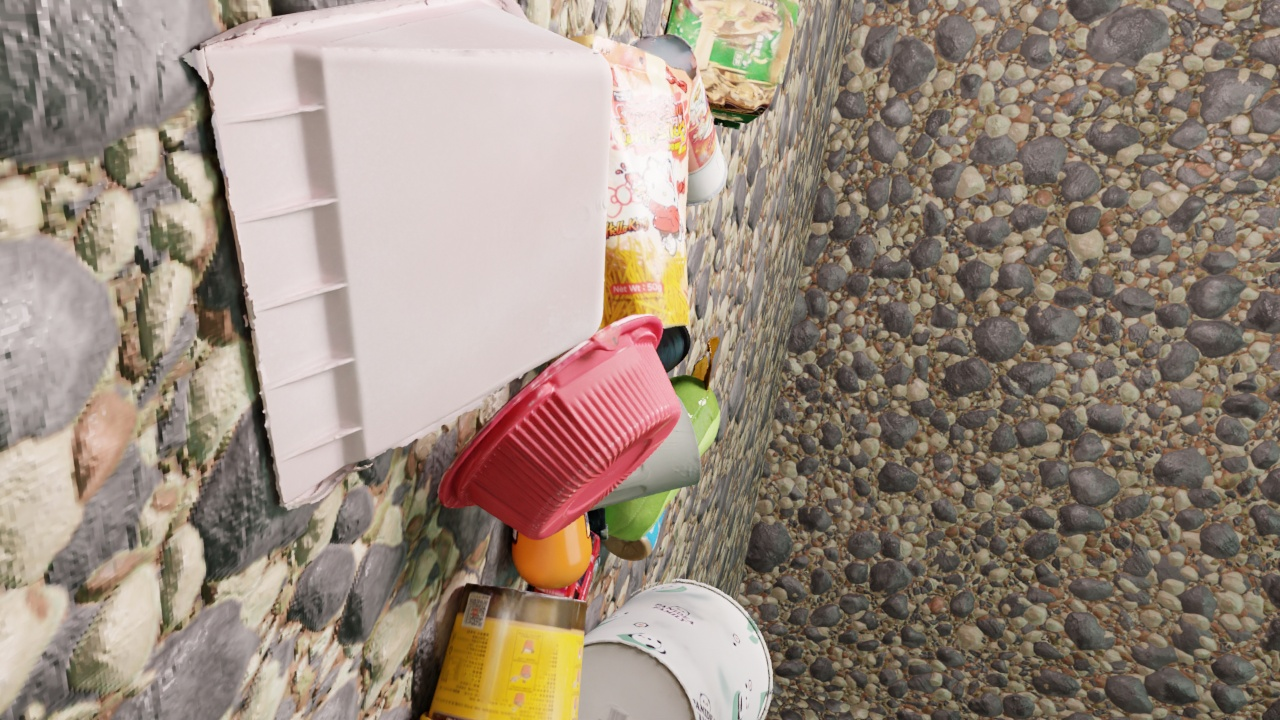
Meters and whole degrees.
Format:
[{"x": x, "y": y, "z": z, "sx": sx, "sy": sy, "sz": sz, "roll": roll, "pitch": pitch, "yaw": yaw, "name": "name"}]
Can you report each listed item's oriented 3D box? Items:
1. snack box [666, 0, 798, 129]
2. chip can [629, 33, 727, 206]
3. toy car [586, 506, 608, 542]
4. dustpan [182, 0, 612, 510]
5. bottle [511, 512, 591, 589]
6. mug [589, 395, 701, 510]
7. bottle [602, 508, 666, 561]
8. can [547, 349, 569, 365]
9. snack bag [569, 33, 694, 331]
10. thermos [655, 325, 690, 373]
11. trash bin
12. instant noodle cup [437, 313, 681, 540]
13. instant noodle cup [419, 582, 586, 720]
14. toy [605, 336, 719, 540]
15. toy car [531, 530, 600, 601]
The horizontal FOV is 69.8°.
[{"x": 0.082, "y": -0.297, "z": 0.911, "sx": 0.105, "sy": 0.118, "sz": 0.117, "roll": 58, "pitch": 46, "yaw": -88, "name": "snack box"}, {"x": 0.033, "y": -0.214, "z": 0.846, "sx": 0.214, "sy": 0.071, "sz": 0.071, "roll": 45, "pitch": 60, "yaw": -73, "name": "chip can"}, {"x": -0.053, "y": 0.147, "z": 0.903, "sx": 0.034, "sy": 0.043, "sz": 0.091, "roll": -84, "pitch": 176, "yaw": -46, "name": "toy car"}, {"x": -0.118, "y": -0.083, "z": 0.496, "sx": 0.272, "sy": 0.139, "sz": 0.223, "roll": -21, "pitch": 129, "yaw": -40, "name": "dustpan"}, {"x": -0.074, "y": 0.111, "z": 0.753, "sx": 0.066, "sy": 0.067, "sz": 0.150, "roll": -45, "pitch": 138, "yaw": -65, "name": "bottle"}, {"x": -0.012, "y": 0.084, "z": 0.825, "sx": 0.124, "sy": 0.103, "sz": 0.083, "roll": 144, "pitch": -69, "yaw": -76, "name": "mug"}, {"x": 0.016, "y": 0.144, "z": 1.128, "sx": 0.218, "sy": 0.065, "sz": 0.065, "roll": -64, "pitch": 161, "yaw": -46, "name": "bottle"}, {"x": -0.036, "y": -0.045, "z": 0.750, "sx": 0.058, "sy": 0.058, "sz": 0.116, "roll": 18, "pitch": 85, "yaw": -76, "name": "can"}, {"x": -0.002, "y": -0.126, "z": 0.687, "sx": 0.128, "sy": 0.073, "sz": 0.208, "roll": -5, "pitch": 96, "yaw": -48, "name": "snack bag"}, {"x": -0.005, "y": 0.005, "z": 0.902, "sx": 0.242, "sy": 0.068, "sz": 0.090, "roll": -22, "pitch": 128, "yaw": -73, "name": "thermos"}, {"x": 0.012, "y": 0.382, "z": 1.035, "sx": 0.251, "sy": 0.230, "sz": 0.229, "roll": 11, "pitch": 92, "yaw": -71, "name": "trash bin"}, {"x": -0.041, "y": 0.056, "z": 0.621, "sx": 0.193, "sy": 0.066, "sz": 0.194, "roll": -40, "pitch": 169, "yaw": -10, "name": "instant noodle cup"}, {"x": -0.094, "y": 0.227, "z": 0.673, "sx": 0.118, "sy": 0.118, "sz": 0.114, "roll": 60, "pitch": 38, "yaw": -70, "name": "instant noodle cup"}, {"x": 0.025, "y": 0.092, "z": 1.004, "sx": 0.246, "sy": 0.090, "sz": 0.227, "roll": -58, "pitch": -177, "yaw": -7, "name": "toy"}, {"x": -0.075, "y": 0.210, "z": 0.853, "sx": 0.045, "sy": 0.053, "sz": 0.120, "roll": 70, "pitch": 33, "yaw": -63, "name": "toy car"}]
